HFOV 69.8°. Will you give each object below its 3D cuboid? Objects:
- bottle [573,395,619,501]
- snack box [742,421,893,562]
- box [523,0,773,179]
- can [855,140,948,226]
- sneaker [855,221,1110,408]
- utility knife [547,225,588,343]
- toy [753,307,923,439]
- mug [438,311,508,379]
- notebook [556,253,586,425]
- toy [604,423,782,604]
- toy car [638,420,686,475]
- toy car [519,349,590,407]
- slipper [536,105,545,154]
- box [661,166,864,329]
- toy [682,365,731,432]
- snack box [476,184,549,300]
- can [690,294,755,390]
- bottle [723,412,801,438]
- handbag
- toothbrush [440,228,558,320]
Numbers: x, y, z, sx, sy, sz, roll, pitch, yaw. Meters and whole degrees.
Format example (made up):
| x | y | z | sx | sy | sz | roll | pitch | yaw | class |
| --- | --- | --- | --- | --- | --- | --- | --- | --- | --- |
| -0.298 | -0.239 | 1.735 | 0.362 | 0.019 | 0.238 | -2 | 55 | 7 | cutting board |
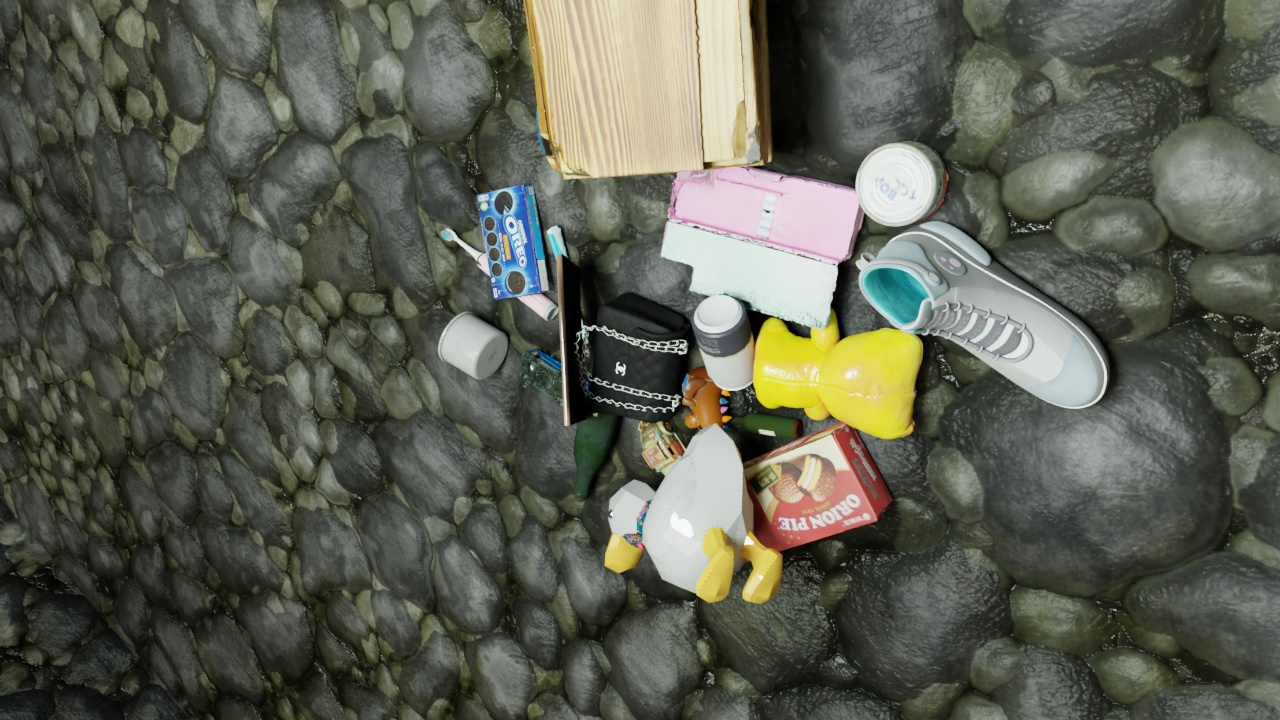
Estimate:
| x | y | z | sx | sy | sz | roll | pitch | yaw | class |
| --- | --- | --- | --- | --- | --- | --- | --- | --- | --- |
| -0.071 | 0.131 | 1.311 | 0.055 | 0.055 | 0.174 | 29 | 124 | 23 | bottle |
| 0.182 | 0.169 | 1.141 | 0.237 | 0.060 | 0.113 | -30 | 88 | 39 | snack box |
| 0.007 | -0.336 | 0.947 | 0.247 | 0.175 | 0.279 | -2 | 110 | 12 | box |
| 0.270 | -0.183 | 0.951 | 0.086 | 0.043 | 0.086 | 13 | 112 | 33 | can |
| 0.330 | -0.030 | 0.894 | 0.256 | 0.160 | 0.093 | 42 | 127 | 17 | sneaker |
| -0.094 | -0.103 | 1.262 | 0.022 | 0.015 | 0.169 | -4 | 108 | 43 | utility knife |
| 0.217 | 0.013 | 1.040 | 0.194 | 0.087 | 0.134 | 13 | 111 | 32 | toy |
| -0.245 | -0.014 | 1.370 | 0.070 | 0.084 | 0.113 | 29 | 156 | 21 | mug |
| -0.088 | -0.024 | 1.181 | 0.008 | 0.141 | 0.209 | -3 | 89 | 4 | notebook |
| 0.055 | 0.195 | 1.125 | 0.268 | 0.140 | 0.247 | 34 | 108 | 52 | toy |
| 0.031 | 0.127 | 1.241 | 0.047 | 0.047 | 0.112 | -37 | 85 | 35 | toy car |
| -0.122 | 0.026 | 1.313 | 0.120 | 0.043 | 0.056 | 29 | 123 | 27 | toy car |
| -0.073 | -0.374 | 1.094 | 0.118 | 0.060 | 0.296 | 56 | 131 | 32 | slipper |
| 0.132 | -0.140 | 1.058 | 0.231 | 0.035 | 0.159 | 20 | 109 | 28 | box |
| 0.102 | 0.048 | 1.157 | 0.103 | 0.070 | 0.090 | -9 | 95 | 14 | toy |
| -0.175 | -0.162 | 1.269 | 0.082 | 0.027 | 0.150 | -7 | 96 | 31 | snack box |
| 0.103 | -0.017 | 1.085 | 0.064 | 0.064 | 0.127 | 16 | 149 | 30 | can |
| 0.150 | 0.079 | 1.151 | 0.106 | 0.025 | 0.025 | 6 | 111 | 34 | bottle |
| -0.007 | 0.007 | 1.179 | 0.125 | 0.114 | 0.154 | 19 | 115 | 24 | handbag |
| -0.207 | -0.129 | 1.323 | 0.222 | 0.026 | 0.027 | 37 | 129 | 18 | toothbrush |
